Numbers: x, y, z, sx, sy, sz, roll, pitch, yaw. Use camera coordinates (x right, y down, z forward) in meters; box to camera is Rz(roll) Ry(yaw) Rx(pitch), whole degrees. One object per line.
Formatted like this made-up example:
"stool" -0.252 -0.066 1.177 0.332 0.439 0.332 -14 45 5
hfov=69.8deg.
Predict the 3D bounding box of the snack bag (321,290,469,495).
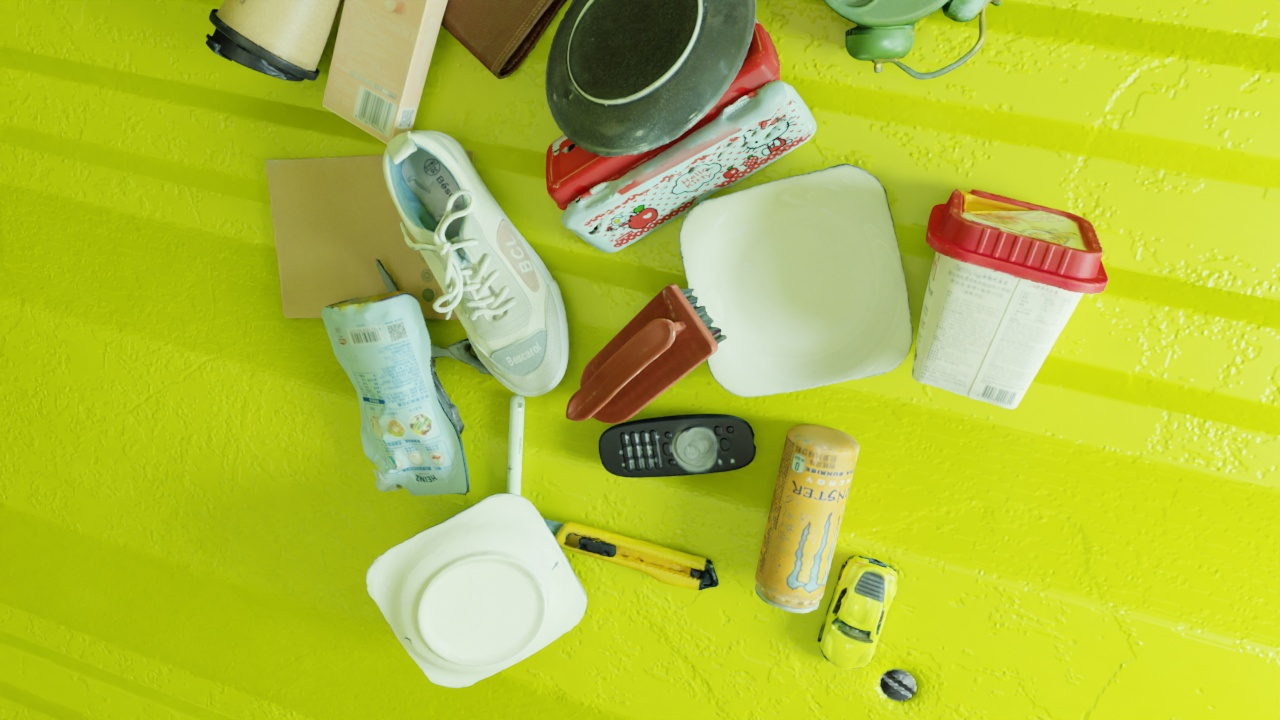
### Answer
"snack bag" -0.219 0.035 0.825 0.110 0.038 0.191 -9 105 19

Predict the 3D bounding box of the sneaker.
"sneaker" -0.132 -0.079 0.747 0.089 0.090 0.242 -28 96 6

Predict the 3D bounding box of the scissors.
"scissors" -0.192 -0.010 0.826 0.160 0.014 0.181 -10 105 19

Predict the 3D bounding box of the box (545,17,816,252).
"box" 0.031 -0.160 0.710 0.202 0.095 0.100 -28 132 21

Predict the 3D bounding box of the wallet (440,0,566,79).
"wallet" -0.110 -0.303 0.731 0.101 0.032 0.125 45 110 6

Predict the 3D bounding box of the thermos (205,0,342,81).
"thermos" -0.286 -0.302 0.754 0.093 0.093 0.143 35 103 6

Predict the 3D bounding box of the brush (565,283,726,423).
"brush" -0.004 0.004 0.733 0.146 0.069 0.063 -41 78 38

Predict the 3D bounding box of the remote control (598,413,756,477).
"remote control" 0.031 0.072 0.780 0.136 0.024 0.053 -6 100 17

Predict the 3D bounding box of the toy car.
"toy car" 0.181 0.214 0.766 0.048 0.032 0.105 17 109 11

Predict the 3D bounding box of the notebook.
"notebook" -0.239 -0.110 0.825 0.208 0.008 0.148 1 103 16

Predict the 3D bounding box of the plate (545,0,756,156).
"plate" -0.002 -0.236 0.671 0.180 0.024 0.179 -9 73 28

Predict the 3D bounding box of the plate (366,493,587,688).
"plate" -0.139 0.211 0.802 0.163 0.034 0.164 -28 112 -3

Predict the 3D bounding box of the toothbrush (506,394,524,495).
"toothbrush" -0.114 0.122 0.839 0.020 0.029 0.190 22 113 54

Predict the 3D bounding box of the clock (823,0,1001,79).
"clock" 0.181 -0.275 0.636 0.116 0.056 0.161 -25 95 21

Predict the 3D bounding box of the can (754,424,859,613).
"can" 0.134 0.127 0.744 0.058 0.058 0.146 13 106 13

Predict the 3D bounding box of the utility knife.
"utility knife" -0.038 0.167 0.818 0.223 0.015 0.033 14 104 7

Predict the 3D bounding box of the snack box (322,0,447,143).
"snack box" -0.209 -0.266 0.753 0.084 0.026 0.157 32 116 19

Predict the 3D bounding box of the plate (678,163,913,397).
"plate" 0.121 -0.059 0.716 0.164 0.034 0.163 -11 99 18

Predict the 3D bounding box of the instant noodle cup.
"instant noodle cup" 0.248 -0.043 0.648 0.117 0.116 0.124 18 118 12
